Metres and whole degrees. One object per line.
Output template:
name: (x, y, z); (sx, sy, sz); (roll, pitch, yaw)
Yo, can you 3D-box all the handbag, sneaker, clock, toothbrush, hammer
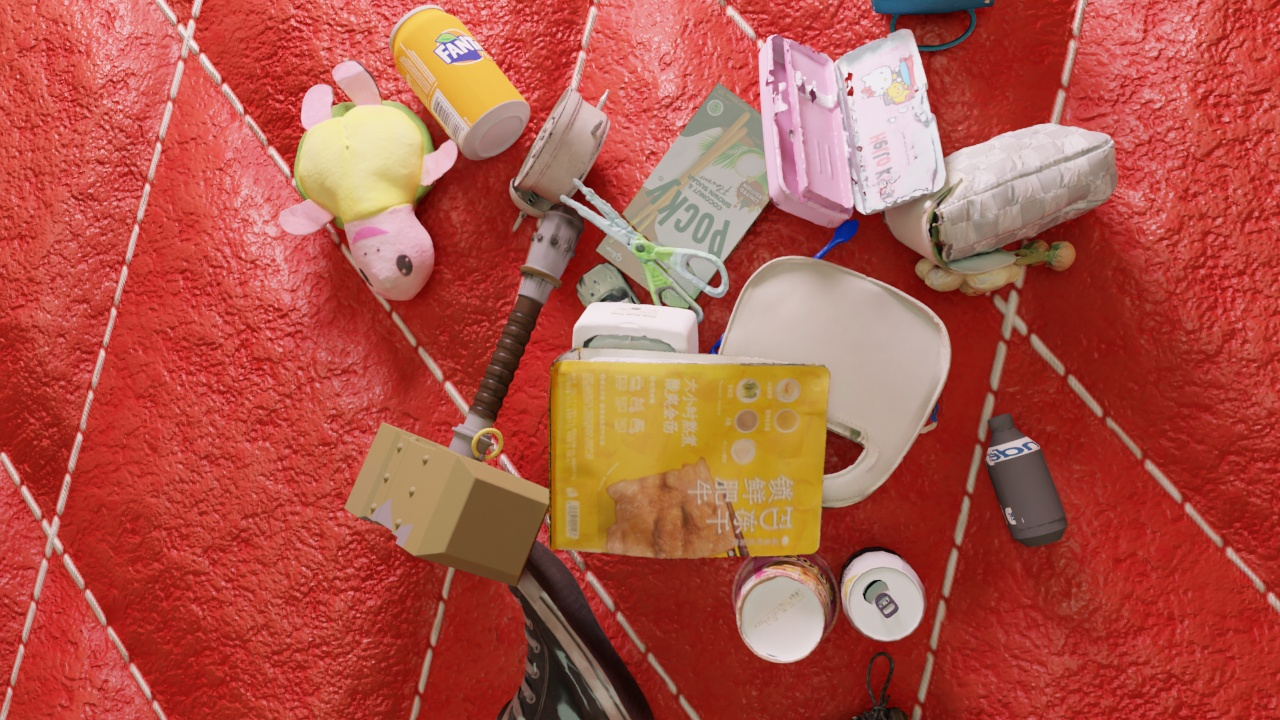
handbag: (0.157, 0.025, 0.793); (0.201, 0.093, 0.199); (25, 95, 11)
sneaker: (-0.094, 0.267, 0.826); (0.120, 0.095, 0.234); (-33, 87, 7)
handbag: (0.307, -0.123, 0.768); (0.171, 0.112, 0.123); (-23, 107, 1)
clock: (-0.079, -0.180, 0.866); (0.061, 0.103, 0.157); (28, 122, -16)
toothbrush: (0.131, -0.065, 0.847); (0.183, 0.018, 0.016); (-43, 83, 8)
sneaker: (0.185, 0.322, 0.754); (0.238, 0.101, 0.143); (5, 90, 7)
hammer: (-0.126, 0.012, 0.819); (0.190, 0.100, 0.324); (11, 76, 52)

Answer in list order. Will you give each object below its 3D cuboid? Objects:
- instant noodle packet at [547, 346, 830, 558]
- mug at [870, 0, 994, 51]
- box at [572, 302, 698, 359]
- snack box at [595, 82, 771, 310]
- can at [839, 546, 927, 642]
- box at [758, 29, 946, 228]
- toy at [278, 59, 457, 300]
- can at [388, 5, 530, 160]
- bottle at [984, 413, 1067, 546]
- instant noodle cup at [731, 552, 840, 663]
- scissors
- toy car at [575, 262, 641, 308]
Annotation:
instant noodle packet: (0.040, 0.077, 0.760); (0.222, 0.084, 0.163); (3, 100, 8)
mug: (0.258, -0.334, 0.817); (0.104, 0.084, 0.112); (-2, 113, 17)
box: (-0.007, 0.008, 0.813); (0.107, 0.076, 0.102); (6, 113, 13)
snack box: (0.056, -0.145, 0.842); (0.101, 0.031, 0.186); (38, 99, 4)
can: (0.197, 0.190, 0.751); (0.064, 0.127, 0.064); (-1, 84, 11)
box: (0.174, -0.202, 0.790); (0.150, 0.073, 0.201); (1, 57, 1)
toy: (-0.264, -0.175, 0.898); (0.190, 0.087, 0.238); (-23, 84, 3)
can: (-0.177, -0.270, 0.893); (0.079, 0.079, 0.142); (-39, 79, 5)
bottle: (0.321, 0.100, 0.775); (0.047, 0.047, 0.112); (-19, 81, 9)
instant noodle cup: (0.120, 0.209, 0.775); (0.098, 0.108, 0.097); (-1, 85, 12)
scissors: (-0.005, -0.096, 0.823); (0.175, 0.032, 0.078); (36, 103, 1)
toy car: (-0.021, -0.045, 0.866); (0.048, 0.033, 0.105); (-36, 78, 8)
